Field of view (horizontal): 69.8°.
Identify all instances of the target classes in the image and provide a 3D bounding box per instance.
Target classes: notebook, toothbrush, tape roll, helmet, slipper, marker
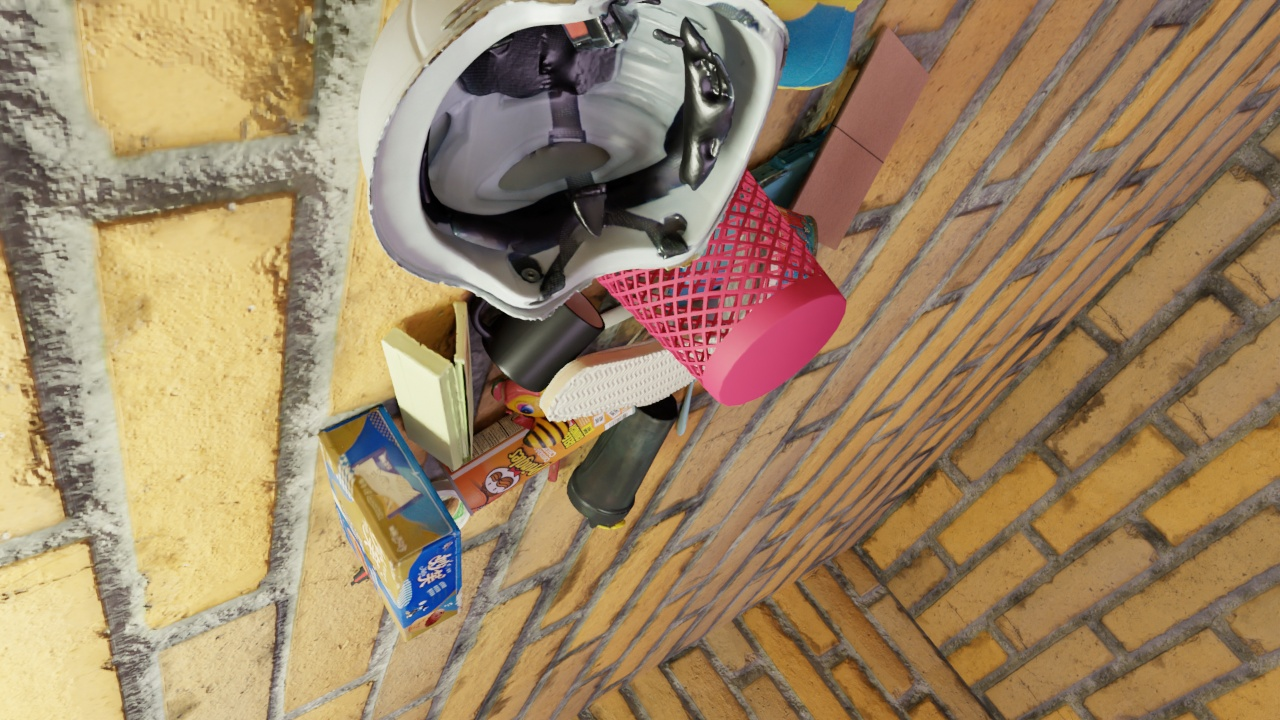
[{"bbox_3d":[0.225,-0.221,0.952,0.141,0.008,0.209,7,113,-57],"label":"notebook"},{"bbox_3d":[0.068,0.061,1.314,0.016,0.016,0.181,-36,157,-26],"label":"toothbrush"},{"bbox_3d":[-0.243,0.179,1.061,0.093,0.018,0.094,-21,137,-20],"label":"tape roll"},{"bbox_3d":[-0.108,0.106,1.149,0.016,0.016,0.190,-22,152,-22],"label":"toothbrush"},{"bbox_3d":[-0.056,-0.162,0.560,0.263,0.163,0.237,-18,146,-24],"label":"helmet"},{"bbox_3d":[-0.006,0.006,0.945,0.115,0.054,0.272,-47,161,31],"label":"slipper"},{"bbox_3d":[-0.292,0.224,1.100,0.145,0.019,0.019,-39,156,2],"label":"marker"},{"bbox_3d":[-0.026,-0.049,0.984,0.133,0.017,0.020,-27,-170,-23],"label":"marker"}]

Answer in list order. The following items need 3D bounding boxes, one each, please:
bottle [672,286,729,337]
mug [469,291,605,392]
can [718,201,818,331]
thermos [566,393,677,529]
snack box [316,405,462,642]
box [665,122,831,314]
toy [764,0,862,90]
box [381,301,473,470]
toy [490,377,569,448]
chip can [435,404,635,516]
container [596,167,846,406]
[{"bbox_3d":[0.106,-0.063,1.061,0.195,0.052,0.052,-30,157,5],"label":"bottle"},{"bbox_3d":[-0.102,-0.035,0.844,0.088,0.078,0.113,-44,129,14],"label":"mug"},{"bbox_3d":[0.119,-0.083,0.874,0.044,0.129,0.130,17,134,-11],"label":"can"},{"bbox_3d":[-0.025,0.131,1.216,0.098,0.098,0.221,-12,142,-45],"label":"thermos"},{"bbox_3d":[-0.240,0.165,0.898,0.069,0.155,0.203,-27,155,-26],"label":"snack box"},{"bbox_3d":[0.126,-0.139,0.980,0.231,0.047,0.177,-32,153,-19],"label":"box"},{"bbox_3d":[0.145,-0.297,0.695,0.148,0.084,0.215,-19,153,-39],"label":"toy"},{"bbox_3d":[-0.182,0.034,0.848,0.090,0.077,0.188,-27,156,-24],"label":"box"},{"bbox_3d":[-0.109,0.040,0.964,0.084,0.103,0.046,-26,-165,-34],"label":"toy"},{"bbox_3d":[-0.115,0.083,1.023,0.214,0.075,0.075,-32,156,-14],"label":"chip can"},{"bbox_3d":[0.048,-0.087,0.758,0.183,0.225,0.183,-31,155,-16],"label":"container"}]
